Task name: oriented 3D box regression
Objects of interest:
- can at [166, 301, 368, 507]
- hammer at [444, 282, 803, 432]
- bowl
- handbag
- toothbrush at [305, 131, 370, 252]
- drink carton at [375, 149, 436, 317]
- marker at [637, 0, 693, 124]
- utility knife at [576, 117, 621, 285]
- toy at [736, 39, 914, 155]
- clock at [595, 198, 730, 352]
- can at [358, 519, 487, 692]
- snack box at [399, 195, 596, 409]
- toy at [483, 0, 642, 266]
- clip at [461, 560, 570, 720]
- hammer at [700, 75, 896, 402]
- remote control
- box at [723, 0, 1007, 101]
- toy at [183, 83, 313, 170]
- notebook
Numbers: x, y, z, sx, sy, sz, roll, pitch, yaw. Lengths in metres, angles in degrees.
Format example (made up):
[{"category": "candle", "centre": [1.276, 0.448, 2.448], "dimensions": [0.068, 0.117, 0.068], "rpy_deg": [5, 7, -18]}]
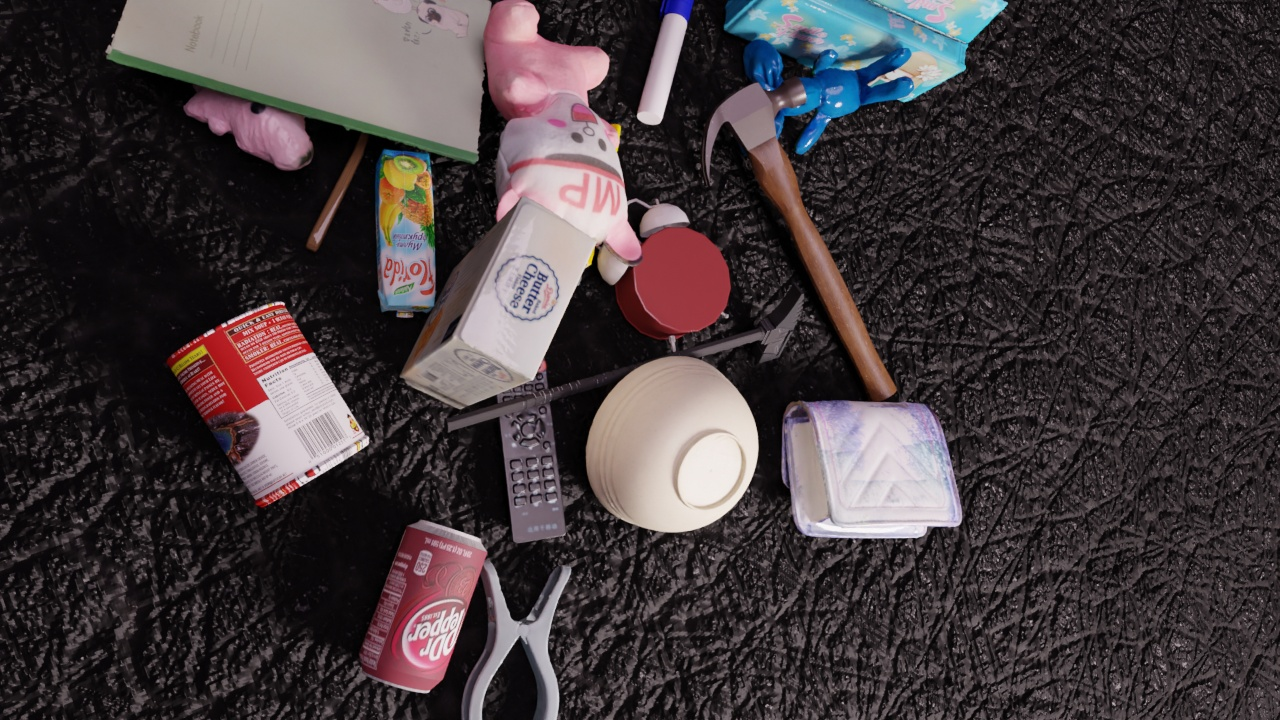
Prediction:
[{"category": "can", "centre": [-0.258, 0.031, 0.640], "dimensions": [0.086, 0.087, 0.116], "rpy_deg": [-33, 97, -24]}, {"category": "hammer", "centre": [-0.005, 0.004, 0.758], "dimensions": [0.324, 0.095, 0.015], "rpy_deg": [-16, 59, -25]}, {"category": "bowl", "centre": [0.039, 0.078, 0.746], "dimensions": [0.150, 0.075, 0.151], "rpy_deg": [-9, 110, -27]}, {"category": "handbag", "centre": [0.213, 0.100, 0.859], "dimensions": [0.158, 0.069, 0.126], "rpy_deg": [4, 67, -24]}, {"category": "toothbrush", "centre": [-0.222, -0.158, 0.720], "dimensions": [0.016, 0.016, 0.166], "rpy_deg": [26, 73, -19]}, {"category": "drink carton", "centre": [-0.184, -0.098, 0.716], "dimensions": [0.044, 0.039, 0.129], "rpy_deg": [-1, 83, -24]}, {"category": "marker", "centre": [0.022, -0.281, 0.842], "dimensions": [0.027, 0.023, 0.133], "rpy_deg": [14, 77, 0]}, {"category": "utility knife", "centre": [-0.041, -0.138, 0.787], "dimensions": [0.017, 0.031, 0.162], "rpy_deg": [25, 69, -47]}, {"category": "toy", "centre": [0.167, -0.261, 0.873], "dimensions": [0.176, 0.071, 0.113], "rpy_deg": [-12, 92, 0]}, {"category": "clock", "centre": [0.021, -0.076, 0.799], "dimensions": [0.096, 0.048, 0.137], "rpy_deg": [-40, 98, -23]}, {"category": "can", "centre": [-0.160, 0.180, 0.678], "dimensions": [0.063, 0.063, 0.114], "rpy_deg": [23, 74, -20]}, {"category": "snack box", "centre": [-0.108, -0.032, 0.649], "dimensions": [0.057, 0.208, 0.104], "rpy_deg": [29, 72, -18]}, {"category": "toy", "centre": [-0.068, -0.174, 0.727], "dimensions": [0.141, 0.084, 0.213], "rpy_deg": [14, 56, -52]}, {"category": "clip", "centre": [-0.084, 0.241, 0.725], "dimensions": [0.107, 0.028, 0.163], "rpy_deg": [6, 82, -25]}, {"category": "hammer", "centre": [0.159, -0.103, 0.860], "dimensions": [0.115, 0.033, 0.323], "rpy_deg": [-29, 103, 2]}, {"category": "remote control", "centre": [-0.093, 0.071, 0.747], "dimensions": [0.047, 0.022, 0.150], "rpy_deg": [-4, 83, -24]}, {"category": "box", "centre": [0.217, -0.326, 0.849], "dimensions": [0.226, 0.186, 0.056], "rpy_deg": [13, 68, -22]}, {"category": "toy", "centre": [-0.284, -0.189, 0.678], "dimensions": [0.096, 0.053, 0.099], "rpy_deg": [9, 68, -10]}, {"category": "notebook", "centre": [-0.240, -0.251, 0.694], "dimensions": [0.252, 0.010, 0.181], "rpy_deg": [12, 58, -23]}]
